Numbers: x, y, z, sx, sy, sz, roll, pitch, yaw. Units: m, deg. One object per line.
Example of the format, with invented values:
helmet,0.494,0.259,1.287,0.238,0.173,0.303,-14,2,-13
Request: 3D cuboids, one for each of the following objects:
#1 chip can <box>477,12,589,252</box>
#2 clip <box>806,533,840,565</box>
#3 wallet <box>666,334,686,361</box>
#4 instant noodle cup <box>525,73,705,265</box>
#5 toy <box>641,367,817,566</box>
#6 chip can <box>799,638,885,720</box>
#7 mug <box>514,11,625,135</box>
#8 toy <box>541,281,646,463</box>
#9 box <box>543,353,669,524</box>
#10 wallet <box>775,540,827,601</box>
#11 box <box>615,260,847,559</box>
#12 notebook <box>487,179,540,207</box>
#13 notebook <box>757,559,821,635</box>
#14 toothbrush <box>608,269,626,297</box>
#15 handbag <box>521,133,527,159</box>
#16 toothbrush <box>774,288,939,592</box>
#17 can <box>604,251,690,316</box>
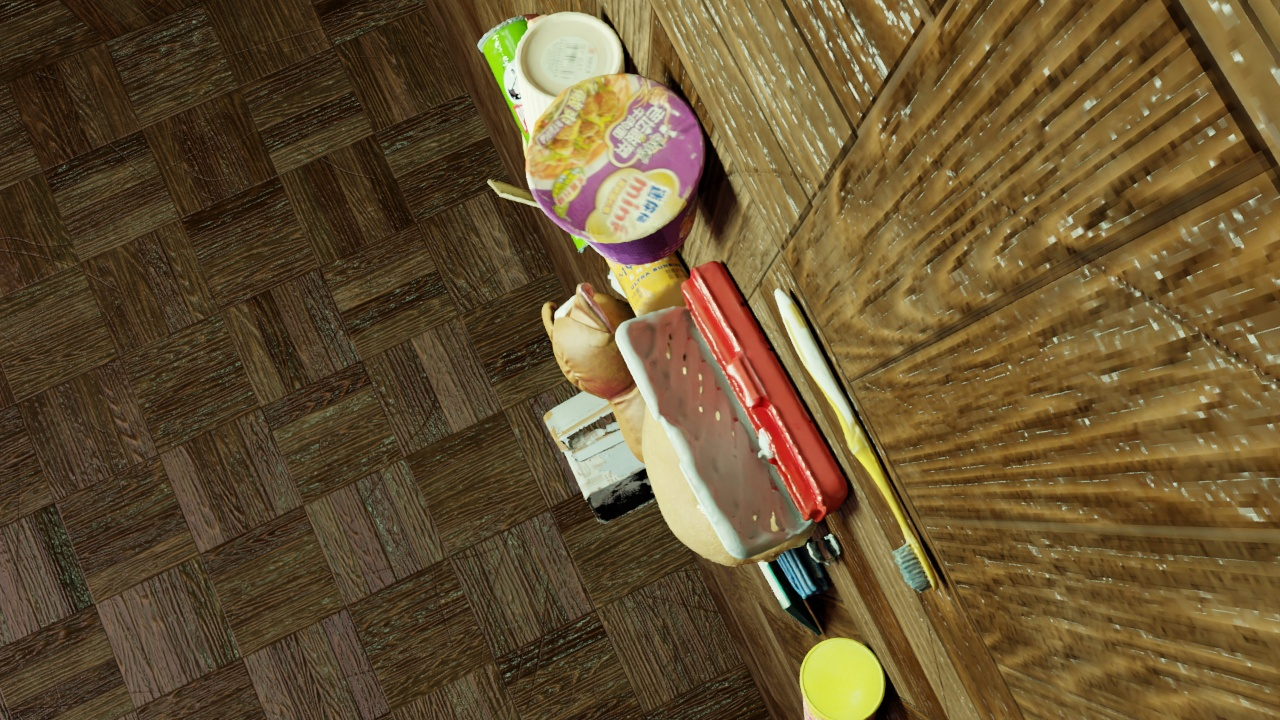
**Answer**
chip can,-0.082,-0.229,0.936,0.236,0.072,0.072,64,175,-2
clip,0.148,0.155,0.746,0.024,0.028,0.057,65,-175,17
wallet,0.015,-0.063,0.942,0.131,0.035,0.119,66,173,-15
instant noodle cup,-0.008,-0.116,0.606,0.111,0.111,0.099,63,-175,14
toy,0.058,0.067,0.768,0.082,0.144,0.226,-30,-81,-58
chip can,0.187,0.324,0.866,0.071,0.071,0.211,61,174,32
mug,-0.056,-0.212,0.704,0.106,0.081,0.114,87,159,-72
toy,-0.005,0.005,0.869,0.199,0.130,0.140,40,152,-11
box,-0.016,0.072,1.095,0.151,0.182,0.168,75,169,-62
wallet,0.132,0.166,0.877,0.133,0.040,0.106,62,178,17
box,0.058,0.039,0.667,0.201,0.099,0.095,62,175,19
notebook,-0.104,-0.187,1.092,0.207,0.147,0.008,-130,55,-71
notebook,0.133,0.205,0.949,0.150,0.012,0.209,61,-175,29
toothbrush,-0.020,-0.098,1.181,0.221,0.026,0.026,-133,57,-74
handbag,-0.112,-0.298,1.058,0.163,0.063,0.178,133,126,-84
toothbrush,0.119,0.044,0.523,0.191,0.018,0.016,64,173,9
can,-0.006,-0.106,0.836,0.146,0.058,0.058,62,174,26
